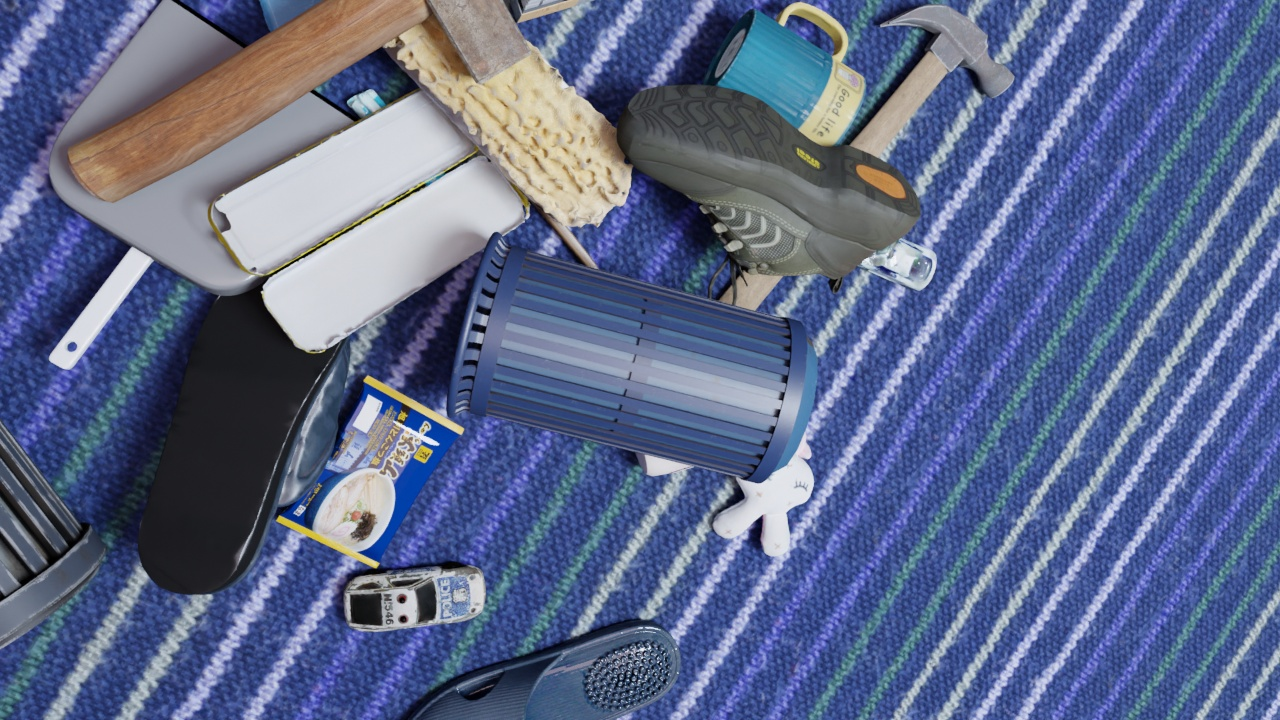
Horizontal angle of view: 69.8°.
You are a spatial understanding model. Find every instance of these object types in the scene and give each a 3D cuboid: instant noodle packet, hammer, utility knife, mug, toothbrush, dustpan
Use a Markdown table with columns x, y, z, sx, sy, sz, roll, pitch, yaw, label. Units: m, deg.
| x | y | z | sx | sy | sz | roll | pitch | yaw | label |
| --- | --- | --- | --- | --- | --- | --- | --- | --- | --- |
| -0.213 | 0.090 | 0.727 | 0.087 | 0.026 | 0.134 | 32 | 91 | -20 | instant noodle packet |
| -0.239 | -0.195 | 0.592 | 0.301 | 0.037 | 0.158 | -30 | 112 | 4 | hammer |
| 0.177 | -0.162 | 0.787 | 0.119 | 0.031 | 0.331 | 40 | 92 | -19 | hammer |
| -0.175 | -0.157 | 0.701 | 0.022 | 0.015 | 0.116 | -44 | 108 | -14 | utility knife |
| 0.117 | -0.230 | 0.731 | 0.107 | 0.083 | 0.113 | 27 | 81 | -14 | mug |
| -0.041 | -0.080 | 0.747 | 0.016 | 0.016 | 0.167 | -41 | 107 | -4 | toothbrush |
| -0.333 | -0.106 | 0.647 | 0.163 | 0.033 | 0.257 | 33 | 77 | -11 | dustpan |

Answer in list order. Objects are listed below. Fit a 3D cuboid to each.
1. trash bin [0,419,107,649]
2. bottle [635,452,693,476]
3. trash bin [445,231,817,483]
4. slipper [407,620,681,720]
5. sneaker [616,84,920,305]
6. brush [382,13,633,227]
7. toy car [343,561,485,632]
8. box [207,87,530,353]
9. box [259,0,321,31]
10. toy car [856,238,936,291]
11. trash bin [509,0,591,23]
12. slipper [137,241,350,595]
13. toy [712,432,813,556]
| x | y | z | sx | sy | sz | roll | pitch | yaw | label |
| --- | --- | --- | --- | --- | --- | --- | --- | --- | --- |
| -0.477 | 0.079 | 0.593 | 0.164 | 0.164 | 0.227 | -29 | 108 | -8 | trash bin |
| 0.067 | 0.056 | 0.778 | 0.146 | 0.051 | 0.051 | -16 | 103 | -11 | bottle |
| -0.004 | 0.004 | 0.684 | 0.249 | 0.139 | 0.139 | 14 | 95 | -6 | trash bin |
| -0.083 | 0.301 | 0.767 | 0.263 | 0.082 | 0.101 | -22 | 102 | -10 | slipper |
| 0.079 | -0.118 | 0.713 | 0.238 | 0.100 | 0.143 | 18 | 136 | -15 | sneaker |
| -0.110 | -0.205 | 0.660 | 0.083 | 0.056 | 0.271 | -44 | 111 | 2 | brush |
| -0.182 | 0.194 | 0.745 | 0.112 | 0.040 | 0.048 | -4 | 101 | -14 | toy car |
| -0.189 | -0.108 | 0.667 | 0.209 | 0.034 | 0.129 | -38 | 102 | -26 | box |
| -0.213 | -0.349 | 0.653 | 0.174 | 0.033 | 0.231 | -20 | 104 | -9 | box |
| 0.221 | -0.091 | 0.805 | 0.089 | 0.027 | 0.039 | 20 | 96 | -16 | toy car |
| -0.022 | -0.332 | 0.589 | 0.142 | 0.247 | 0.142 | -21 | 103 | -10 | trash bin |
| -0.276 | 0.041 | 0.682 | 0.109 | 0.083 | 0.265 | 13 | 76 | 10 | slipper |
| 0.116 | 0.108 | 0.806 | 0.076 | 0.037 | 0.125 | 21 | 95 | -13 | toy |
